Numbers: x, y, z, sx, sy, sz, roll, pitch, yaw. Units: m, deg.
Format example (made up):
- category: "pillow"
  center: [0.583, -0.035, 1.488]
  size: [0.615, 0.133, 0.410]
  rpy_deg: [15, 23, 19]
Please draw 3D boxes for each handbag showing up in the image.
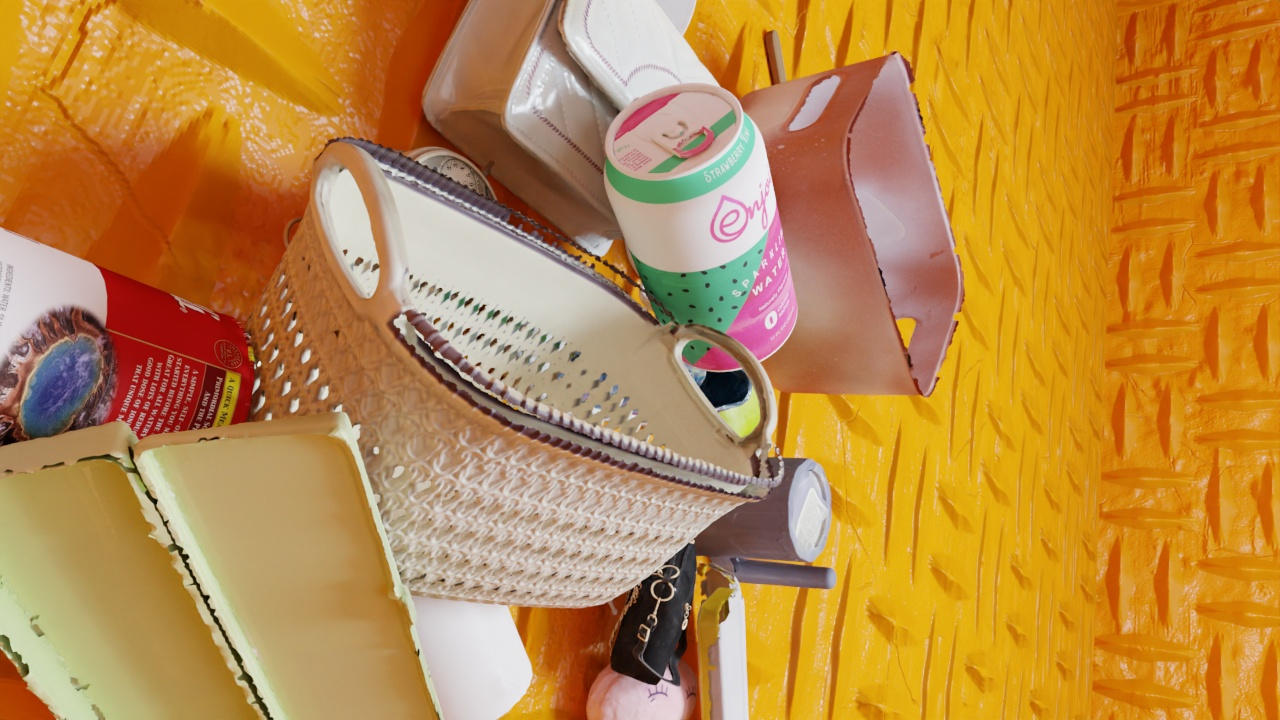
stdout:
- category: "handbag"
  center: [-0.019, -0.156, 0.572]
  size: [0.198, 0.096, 0.142]
  rpy_deg: [33, 80, -50]
- category: "handbag"
  center: [0.017, 0.163, 0.631]
  size: [0.128, 0.054, 0.079]
  rpy_deg: [-44, 152, -76]

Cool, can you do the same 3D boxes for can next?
- category: "can"
  center: [-0.214, 0.003, 0.324]
  size: [0.116, 0.087, 0.086]
  rpy_deg: [29, 65, -50]
- category: "can"
  center: [0.038, -0.071, 0.536]
  size: [0.166, 0.088, 0.088]
  rpy_deg: [66, 39, -50]

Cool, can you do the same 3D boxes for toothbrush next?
- category: "toothbrush"
  center: [0.145, -0.238, 0.900]
  size: [0.016, 0.016, 0.167]
  rpy_deg: [-32, 113, -52]

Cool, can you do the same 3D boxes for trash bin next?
- category: "trash bin"
  center: [0.166, -0.109, 0.803]
  size: [0.181, 0.158, 0.260]
  rpy_deg: [-58, 133, -38]

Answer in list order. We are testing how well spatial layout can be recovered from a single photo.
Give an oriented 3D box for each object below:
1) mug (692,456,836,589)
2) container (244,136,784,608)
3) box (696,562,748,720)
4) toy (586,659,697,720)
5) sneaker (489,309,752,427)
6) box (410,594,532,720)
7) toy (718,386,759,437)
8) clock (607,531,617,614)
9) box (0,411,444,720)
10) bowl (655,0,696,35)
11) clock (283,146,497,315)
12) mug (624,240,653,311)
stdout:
- category: "mug"
  center: [0.094, 0.133, 0.732]
  size: [0.083, 0.104, 0.124]
  rpy_deg: [-49, 126, -45]
- category: "container"
  center: [-0.060, 0.016, 0.425]
  size: [0.251, 0.143, 0.184]
  rpy_deg: [23, 26, -47]
- category: "box"
  center: [0.062, 0.267, 0.690]
  size: [0.128, 0.045, 0.210]
  rpy_deg: [-83, 170, -86]
- category: "toy"
  center: [-0.003, 0.256, 0.642]
  size: [0.108, 0.053, 0.105]
  rpy_deg: [15, 91, -54]
- category: "sneaker"
  center: [-0.004, 0.004, 0.625]
  size: [0.235, 0.079, 0.087]
  rpy_deg: [25, 68, -51]
- category: "box"
  center: [-0.104, 0.164, 0.475]
  size: [0.094, 0.084, 0.165]
  rpy_deg: [-32, 108, -37]
- category: "toy"
  center: [0.073, 0.012, 0.763]
  size: [0.092, 0.043, 0.118]
  rpy_deg: [-19, 102, -55]
- category: "clock"
  center: [-0.047, 0.097, 0.585]
  size: [0.137, 0.048, 0.096]
  rpy_deg: [55, 47, -39]
- category: "box"
  center: [-0.152, 0.098, 0.337]
  size: [0.030, 0.138, 0.187]
  rpy_deg: [-110, -169, -51]
- category: "bowl"
  center: [-0.020, -0.253, 0.620]
  size: [0.114, 0.050, 0.115]
  rpy_deg: [-25, 135, -29]
- category: "clock"
  center: [-0.124, -0.068, 0.482]
  size: [0.140, 0.055, 0.093]
  rpy_deg: [-18, 102, -56]
- category: "mug"
  center: [0.040, -0.081, 0.680]
  size: [0.074, 0.091, 0.110]
  rpy_deg: [45, 53, -43]
